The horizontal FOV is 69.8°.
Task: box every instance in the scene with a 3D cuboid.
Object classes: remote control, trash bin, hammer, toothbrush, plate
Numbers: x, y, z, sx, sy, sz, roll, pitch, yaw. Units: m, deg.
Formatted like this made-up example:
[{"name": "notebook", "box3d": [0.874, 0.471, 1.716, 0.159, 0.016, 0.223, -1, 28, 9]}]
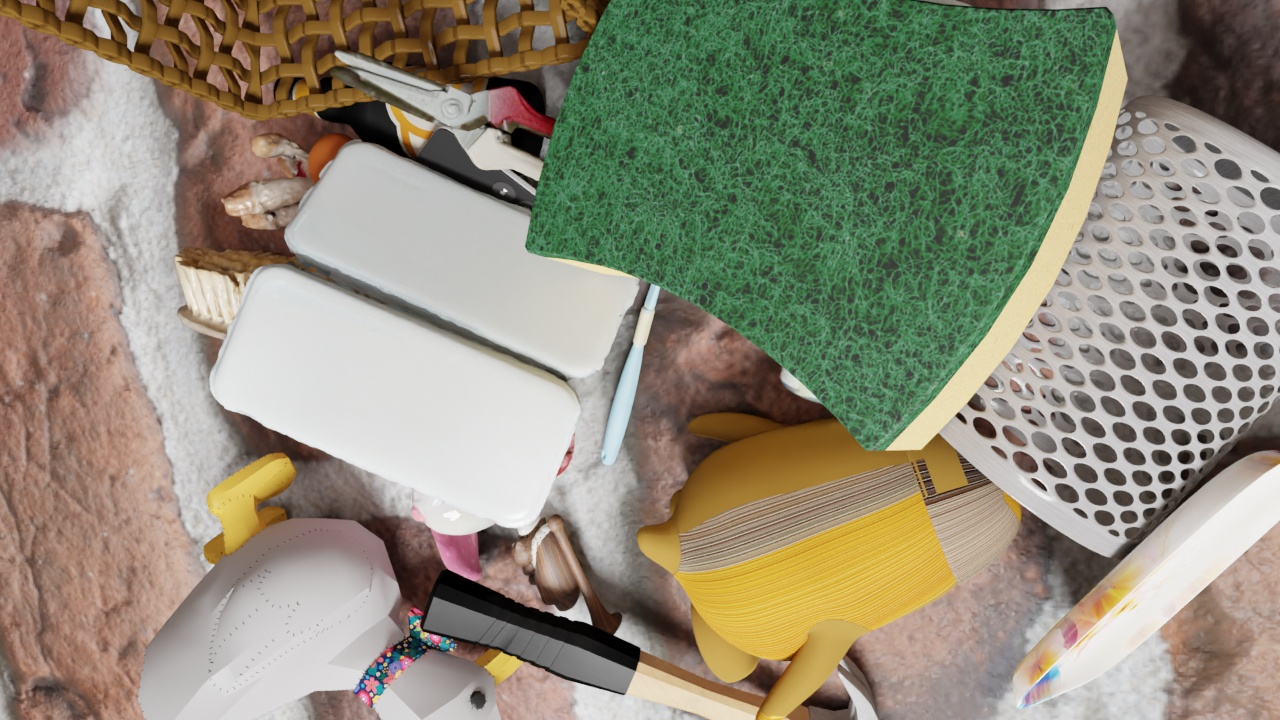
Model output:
[{"name": "remote control", "box3d": [-0.075, -0.094, 0.587, 0.146, 0.008, 0.045, 36, 142, -18]}, {"name": "trash bin", "box3d": [0.248, -0.020, 0.471, 0.156, 0.156, 0.184, 37, 109, 4]}, {"name": "hammer", "box3d": [0.009, 0.221, 0.637, 0.328, 0.039, 0.131, 20, 108, -2]}, {"name": "toothbrush", "box3d": [-0.004, 0.004, 0.625, 0.022, 0.016, 0.155, 34, 116, 38]}, {"name": "plate", "box3d": [0.284, 0.116, 0.498, 0.187, 0.186, 0.016, -56, 51, 22]}]

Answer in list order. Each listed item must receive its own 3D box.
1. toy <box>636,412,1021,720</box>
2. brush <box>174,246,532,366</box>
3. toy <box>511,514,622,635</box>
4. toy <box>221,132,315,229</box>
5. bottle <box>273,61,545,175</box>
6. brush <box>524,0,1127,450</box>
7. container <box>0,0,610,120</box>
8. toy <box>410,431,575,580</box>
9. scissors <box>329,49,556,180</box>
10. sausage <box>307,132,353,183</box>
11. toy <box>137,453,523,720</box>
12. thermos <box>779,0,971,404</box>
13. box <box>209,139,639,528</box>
[{"name": "toy", "box3d": [0.123, 0.102, 0.557, 0.204, 0.162, 0.198, -23, 58, 19]}, {"name": "brush", "box3d": [-0.200, -0.031, 0.637, 0.271, 0.083, 0.057, 12, 109, 14]}, {"name": "toy", "box3d": [-0.058, 0.158, 0.670, 0.055, 0.041, 0.102, -13, 108, 34]}, {"name": "toy", "box3d": [-0.223, -0.107, 0.639, 0.106, 0.085, 0.074, 20, 74, -12]}, {"name": "bottle", "box3d": [-0.156, -0.163, 0.600, 0.182, 0.059, 0.059, 12, 108, 13]}, {"name": "brush", "box3d": [0.077, -0.094, 0.451, 0.250, 0.075, 0.195, 32, 102, 30]}, {"name": "container", "box3d": [-0.170, -0.276, 0.460, 0.252, 0.219, 0.214, -5, 86, 18]}, {"name": "toy", "box3d": [-0.117, 0.079, 0.639, 0.195, 0.084, 0.159, -21, 104, 45]}, {"name": "scissors", "box3d": [-0.079, -0.141, 0.541, 0.146, 0.015, 0.188, -40, 126, -9]}, {"name": "sausage", "box3d": [-0.142, -0.092, 0.603, 0.164, 0.044, 0.039, 31, 130, -13]}, {"name": "toy", "box3d": [-0.227, 0.201, 0.663, 0.267, 0.246, 0.141, 46, 135, 19]}, {"name": "thermos", "box3d": [0.133, -0.089, 0.531, 0.068, 0.067, 0.230, 13, 108, 13]}, {"name": "box", "box3d": [-0.122, -0.021, 0.542, 0.210, 0.061, 0.192, 25, 82, 0]}]
